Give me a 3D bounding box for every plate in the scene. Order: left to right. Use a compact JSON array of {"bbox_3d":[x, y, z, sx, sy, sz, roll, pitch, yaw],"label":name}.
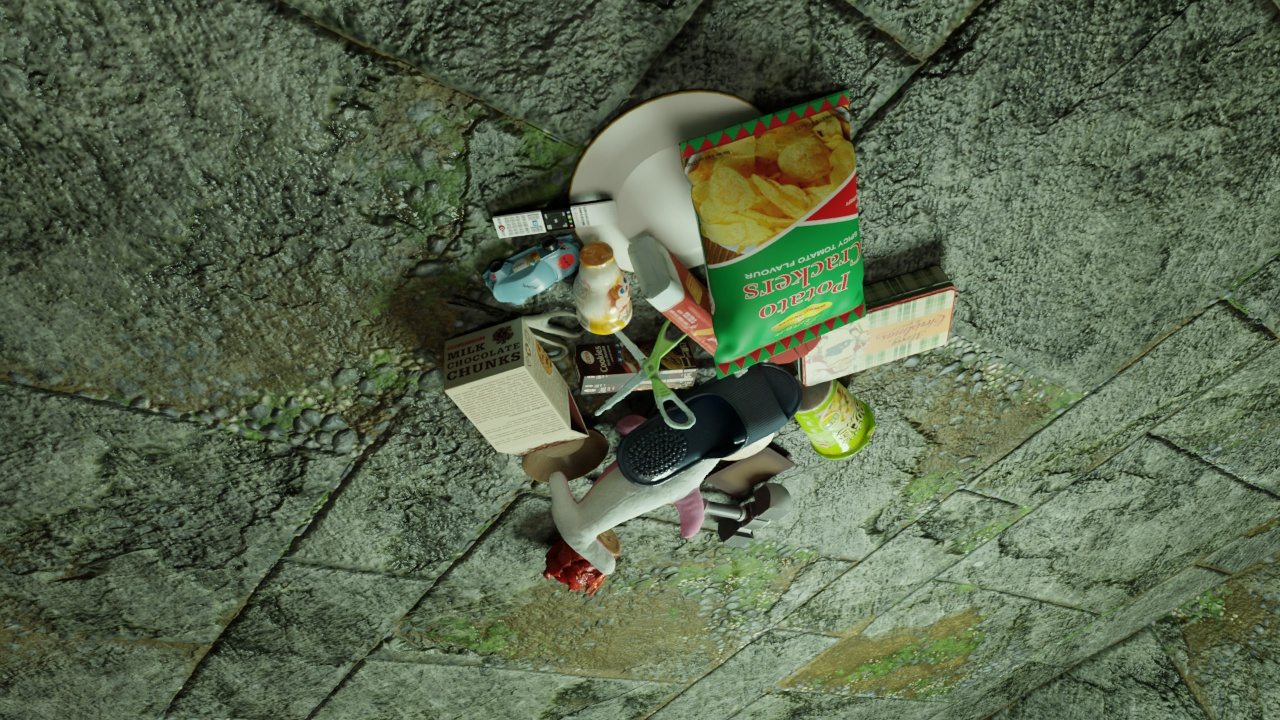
[{"bbox_3d":[0.040,-0.171,0.944,0.229,0.021,0.230,-10,140,-9],"label":"plate"}]

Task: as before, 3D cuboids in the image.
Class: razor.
[{"bbox_3d":[0.030,0.044,1.181,0.026,0.042,0.106,1,146,-25],"label":"razor"}]

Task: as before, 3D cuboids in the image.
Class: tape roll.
[{"bbox_3d":[0.139,0.101,1.286,0.094,0.027,0.094,-10,140,-9],"label":"tape roll"}]

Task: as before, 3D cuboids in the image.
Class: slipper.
[{"bbox_3d":[0.093,0.074,1.142,0.263,0.101,0.083,-25,178,-16],"label":"slipper"}]

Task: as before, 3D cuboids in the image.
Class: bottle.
[{"bbox_3d":[-0.087,0.300,1.373,0.111,0.099,0.099,-40,136,15],"label":"bottle"},{"bbox_3d":[-0.042,-0.078,0.983,0.063,0.063,0.109,-14,144,-6],"label":"bottle"}]

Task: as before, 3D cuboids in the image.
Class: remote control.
[{"bbox_3d":[-0.084,-0.144,0.919,0.124,0.011,0.028,-7,140,4],"label":"remote control"}]

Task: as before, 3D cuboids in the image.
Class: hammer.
[{"bbox_3d":[0.062,0.212,1.373,0.322,0.043,0.156,15,138,-28],"label":"hammer"}]

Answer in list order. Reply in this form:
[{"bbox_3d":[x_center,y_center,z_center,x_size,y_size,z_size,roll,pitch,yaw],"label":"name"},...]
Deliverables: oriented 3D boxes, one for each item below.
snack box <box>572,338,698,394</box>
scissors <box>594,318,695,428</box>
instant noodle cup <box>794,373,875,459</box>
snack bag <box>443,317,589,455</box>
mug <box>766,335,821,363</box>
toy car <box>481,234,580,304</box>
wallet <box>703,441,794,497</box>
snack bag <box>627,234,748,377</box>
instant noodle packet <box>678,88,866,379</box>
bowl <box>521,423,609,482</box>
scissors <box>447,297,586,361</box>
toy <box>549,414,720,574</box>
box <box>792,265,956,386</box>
[{"bbox_3d":[-0.007,0.006,1.106,0.140,0.051,0.032,-4,138,-17],"label":"snack box"},{"bbox_3d":[0.011,0.009,1.072,0.171,0.021,0.172,-44,104,-13],"label":"scissors"},{"bbox_3d":[0.251,0.067,1.246,0.099,0.098,0.108,-33,130,17],"label":"instant noodle cup"},{"bbox_3d":[-0.140,0.050,1.080,0.094,0.069,0.206,-16,142,10],"label":"snack bag"},{"bbox_3d":[0.163,-0.047,1.058,0.080,0.116,0.096,-30,139,7],"label":"mug"},{"bbox_3d":[-0.111,-0.091,0.973,0.108,0.027,0.060,-24,140,7],"label":"toy car"},{"bbox_3d":[0.164,0.164,1.380,0.116,0.018,0.091,-34,138,24],"label":"wallet"},{"bbox_3d":[0.061,-0.056,1.018,0.041,0.077,0.225,-32,146,18],"label":"snack bag"},{"bbox_3d":[0.144,-0.125,0.936,0.195,0.090,0.253,-22,119,-19],"label":"instant noodle packet"},{"bbox_3d":[-0.102,0.116,1.210,0.117,0.030,0.118,-11,140,-10],"label":"bowl"},{"bbox_3d":[-0.143,-0.034,1.038,0.169,0.012,0.133,-7,138,-14],"label":"scissors"},{"bbox_3d":[0.004,0.156,1.223,0.265,0.128,0.186,-33,99,-11],"label":"toy"},{"bbox_3d":[0.293,-0.043,1.166,0.205,0.050,0.118,-16,141,-4],"label":"box"}]
